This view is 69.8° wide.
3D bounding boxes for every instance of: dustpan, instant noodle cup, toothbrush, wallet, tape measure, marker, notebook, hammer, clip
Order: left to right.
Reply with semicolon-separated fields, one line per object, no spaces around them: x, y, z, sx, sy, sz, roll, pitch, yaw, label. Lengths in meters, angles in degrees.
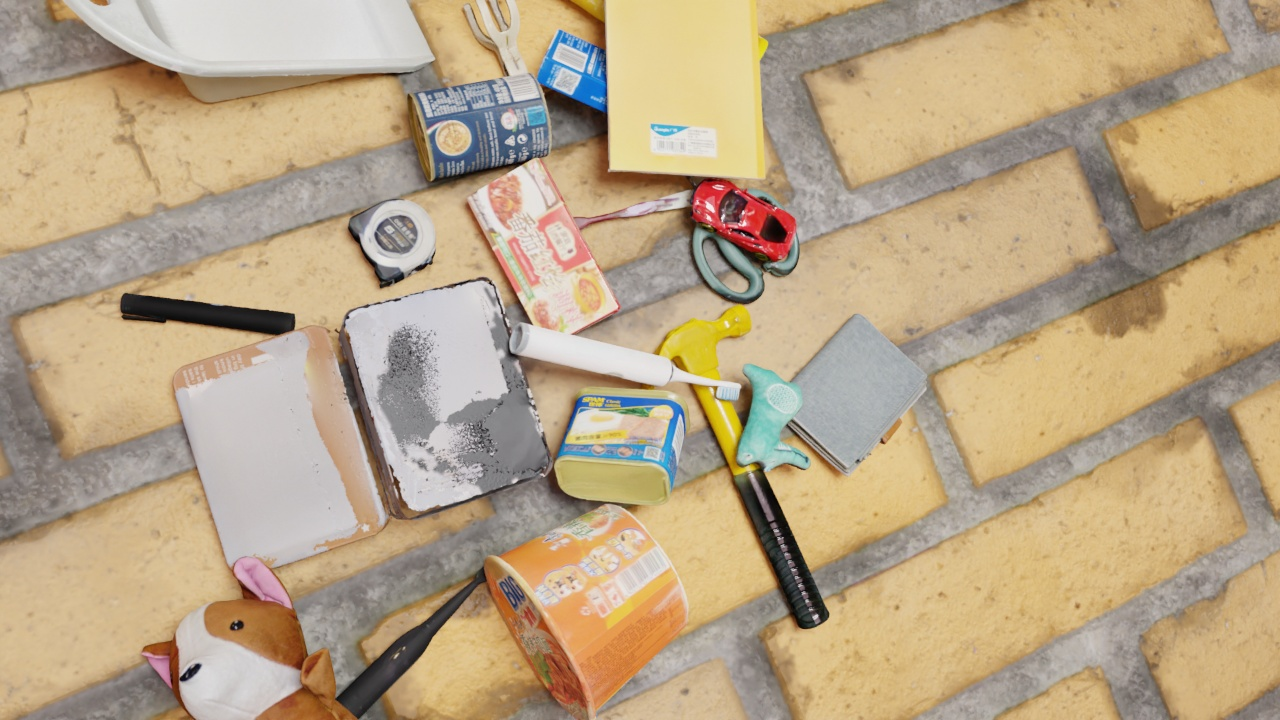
-0.352;-0.037;0.751;0.132;0.020;0.022;7;69;-13;marker
-0.328;-0.325;0.737;0.257;0.143;0.222;-25;89;-15;dustpan
-0.210;-0.104;0.792;0.066;0.034;0.066;-29;92;-15;tape measure
-0.192;0.238;0.752;0.026;0.027;0.212;43;73;10;toothbrush
-0.124;-0.295;0.826;0.035;0.096;0.101;-25;78;-17;clip
-0.040;0.195;0.741;0.111;0.152;0.151;-30;90;-25;instant noodle cup
-0.005;0.005;0.779;0.220;0.027;0.026;13;90;-28;toothbrush
0.006;-0.143;0.865;0.187;0.017;0.016;-16;94;-19;toothbrush
0.039;-0.263;0.815;0.145;0.010;0.206;0;81;-16;notebook
0.098;0.103;0.844;0.128;0.033;0.300;-24;89;-16;hammer
0.203;0.034;0.880;0.106;0.037;0.129;44;72;6;wallet

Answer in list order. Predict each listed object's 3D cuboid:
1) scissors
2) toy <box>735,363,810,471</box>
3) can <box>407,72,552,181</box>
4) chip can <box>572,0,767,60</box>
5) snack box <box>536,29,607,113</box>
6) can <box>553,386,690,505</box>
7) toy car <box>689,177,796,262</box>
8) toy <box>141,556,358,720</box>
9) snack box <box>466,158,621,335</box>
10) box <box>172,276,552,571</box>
0.098;-0.150;0.876;0.129;0.019;0.185;-19;97;-19;scissors
0.119;0.059;0.825;0.096;0.030;0.092;25;81;-18;toy
-0.139;-0.205;0.803;0.111;0.075;0.075;-16;86;-17;can
0.014;-0.326;0.863;0.213;0.072;0.072;31;76;-8;chip can
-0.014;-0.249;0.843;0.157;0.026;0.084;22;35;-11;snack box
-0.015;0.072;0.773;0.102;0.057;0.083;3;42;14;can
0.096;-0.132;0.850;0.106;0.031;0.049;25;80;-15;toy car
-0.282;0.251;0.669;0.140;0.130;0.199;-37;64;-6;toy
-0.086;-0.095;0.815;0.075;0.025;0.153;-28;90;4;snack box
-0.224;0.053;0.740;0.260;0.103;0.178;-16;87;-21;box
